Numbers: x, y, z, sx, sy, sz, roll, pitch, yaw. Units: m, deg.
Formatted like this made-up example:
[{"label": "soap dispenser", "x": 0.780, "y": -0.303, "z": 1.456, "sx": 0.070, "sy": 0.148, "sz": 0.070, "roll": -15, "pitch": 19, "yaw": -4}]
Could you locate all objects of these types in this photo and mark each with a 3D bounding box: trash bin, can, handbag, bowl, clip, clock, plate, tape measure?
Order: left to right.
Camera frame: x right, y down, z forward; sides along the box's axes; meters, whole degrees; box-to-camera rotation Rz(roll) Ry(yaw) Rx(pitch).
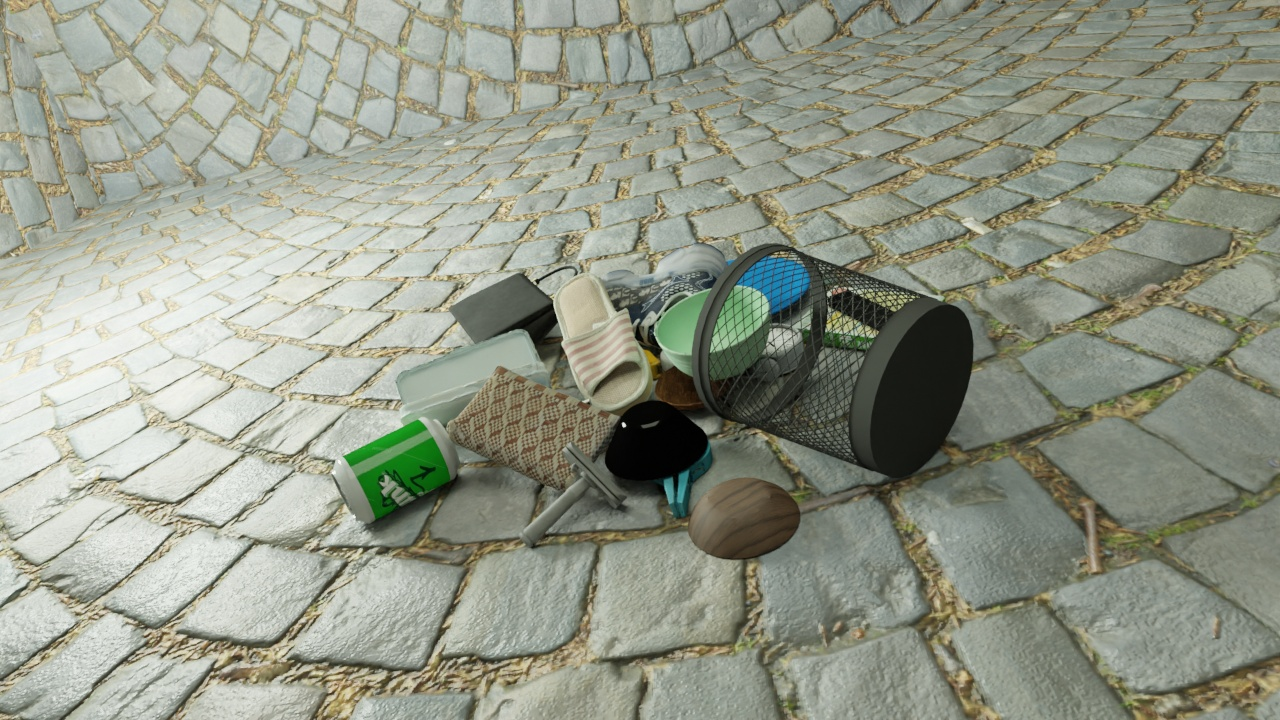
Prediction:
[{"label": "can", "x": -0.301, "y": 0.134, "z": 1.131, "sx": 0.139, "sy": 0.088, "sz": 0.088, "roll": -27, "pitch": 31, "yaw": -23}, {"label": "handbag", "x": -0.181, "y": -0.087, "z": 1.437, "sx": 0.195, "sy": 0.072, "sz": 0.176, "roll": -38, "pitch": 33, "yaw": -7}, {"label": "handbag", "x": -0.131, "y": 0.086, "z": 1.129, "sx": 0.186, "sy": 0.047, "sz": 0.123, "roll": 22, "pitch": 50, "yaw": 16}, {"label": "tape measure", "x": -0.008, "y": 0.007, "z": 1.289, "sx": 0.059, "sy": 0.030, "sz": 0.068, "roll": -19, "pitch": 28, "yaw": -12}, {"label": "bowl", "x": 0.013, "y": 0.082, "z": 1.069, "sx": 0.124, "sy": 0.052, "sz": 0.123, "roll": -12, "pitch": 26, "yaw": 6}, {"label": "clip", "x": 0.052, "y": 0.126, "z": 1.054, "sx": 0.120, "sy": 0.033, "sz": 0.122, "roll": -23, "pitch": 29, "yaw": -24}, {"label": "bowl", "x": 0.071, "y": 0.038, "z": 1.199, "sx": 0.102, "sy": 0.026, "sz": 0.114, "roll": -5, "pitch": 29, "yaw": 15}, {"label": "bowl", "x": 0.100, "y": -0.026, "z": 1.181, "sx": 0.151, "sy": 0.077, "sz": 0.150, "roll": -15, "pitch": 32, "yaw": 10}, {"label": "plate", "x": 0.151, "y": -0.101, "z": 1.417, "sx": 0.224, "sy": 0.024, "sz": 0.224, "roll": -12, "pitch": 28, "yaw": 6}, {"label": "bowl", "x": 0.105, "y": 0.156, "z": 0.963, "sx": 0.119, "sy": 0.032, "sz": 0.119, "roll": -11, "pitch": 28, "yaw": 6}, {"label": "clock", "x": 0.167, "y": -0.009, "z": 1.231, "sx": 0.095, "sy": 0.035, "sz": 0.122, "roll": 10, "pitch": 36, "yaw": 39}, {"label": "trash bin", "x": 0.214, "y": 0.000, "z": 1.015, "sx": 0.217, "sy": 0.218, "sz": 0.227, "roll": -33, "pitch": 37, "yaw": -31}]

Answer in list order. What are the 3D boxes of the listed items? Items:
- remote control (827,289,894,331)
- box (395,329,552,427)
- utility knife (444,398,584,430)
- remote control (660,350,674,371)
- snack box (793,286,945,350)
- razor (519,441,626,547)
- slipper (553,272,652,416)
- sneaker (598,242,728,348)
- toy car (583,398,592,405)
[{"label": "remote control", "x": 0.307, "y": -0.062, "z": 1.227, "sx": 0.034, "sy": 0.013, "sz": 0.150, "roll": -24, "pitch": 29, "yaw": -15}, {"label": "box", "x": -0.237, "y": 0.024, "z": 1.265, "sx": 0.210, "sy": 0.105, "sz": 0.129, "roll": -23, "pitch": 71, "yaw": -10}, {"label": "utility knife", "x": -0.177, "y": 0.076, "z": 1.243, "sx": 0.220, "sy": 0.031, "sz": 0.015, "roll": -12, "pitch": 70, "yaw": 10}, {"label": "remote control", "x": 0.083, "y": -0.011, "z": 1.280, "sx": 0.114, "sy": 0.028, "sz": 0.060, "roll": -20, "pitch": 29, "yaw": -16}, {"label": "snack box", "x": 0.313, "y": -0.057, "z": 1.260, "sx": 0.168, "sy": 0.027, "sz": 0.131, "roll": 10, "pitch": 36, "yaw": 38}, {"label": "razor", "x": -0.087, "y": 0.161, "z": 1.021, "sx": 0.116, "sy": 0.047, "sz": 0.088, "roll": -43, "pitch": 77, "yaw": -14}, {"label": "slipper", "x": -0.059, "y": -0.034, "z": 1.266, "sx": 0.115, "sy": 0.052, "sz": 0.262, "roll": -34, "pitch": 49, "yaw": 9}, {"label": "sneaker", "x": 0.008, "y": -0.063, "z": 1.335, "sx": 0.270, "sy": 0.103, "sz": 0.132, "roll": -22, "pitch": 44, "yaw": 15}, {"label": "toy car", "x": -0.111, "y": 0.087, "z": 1.186, "sx": 0.113, "sy": 0.039, "sz": 0.039, "roll": -23, "pitch": 9, "yaw": -15}]
